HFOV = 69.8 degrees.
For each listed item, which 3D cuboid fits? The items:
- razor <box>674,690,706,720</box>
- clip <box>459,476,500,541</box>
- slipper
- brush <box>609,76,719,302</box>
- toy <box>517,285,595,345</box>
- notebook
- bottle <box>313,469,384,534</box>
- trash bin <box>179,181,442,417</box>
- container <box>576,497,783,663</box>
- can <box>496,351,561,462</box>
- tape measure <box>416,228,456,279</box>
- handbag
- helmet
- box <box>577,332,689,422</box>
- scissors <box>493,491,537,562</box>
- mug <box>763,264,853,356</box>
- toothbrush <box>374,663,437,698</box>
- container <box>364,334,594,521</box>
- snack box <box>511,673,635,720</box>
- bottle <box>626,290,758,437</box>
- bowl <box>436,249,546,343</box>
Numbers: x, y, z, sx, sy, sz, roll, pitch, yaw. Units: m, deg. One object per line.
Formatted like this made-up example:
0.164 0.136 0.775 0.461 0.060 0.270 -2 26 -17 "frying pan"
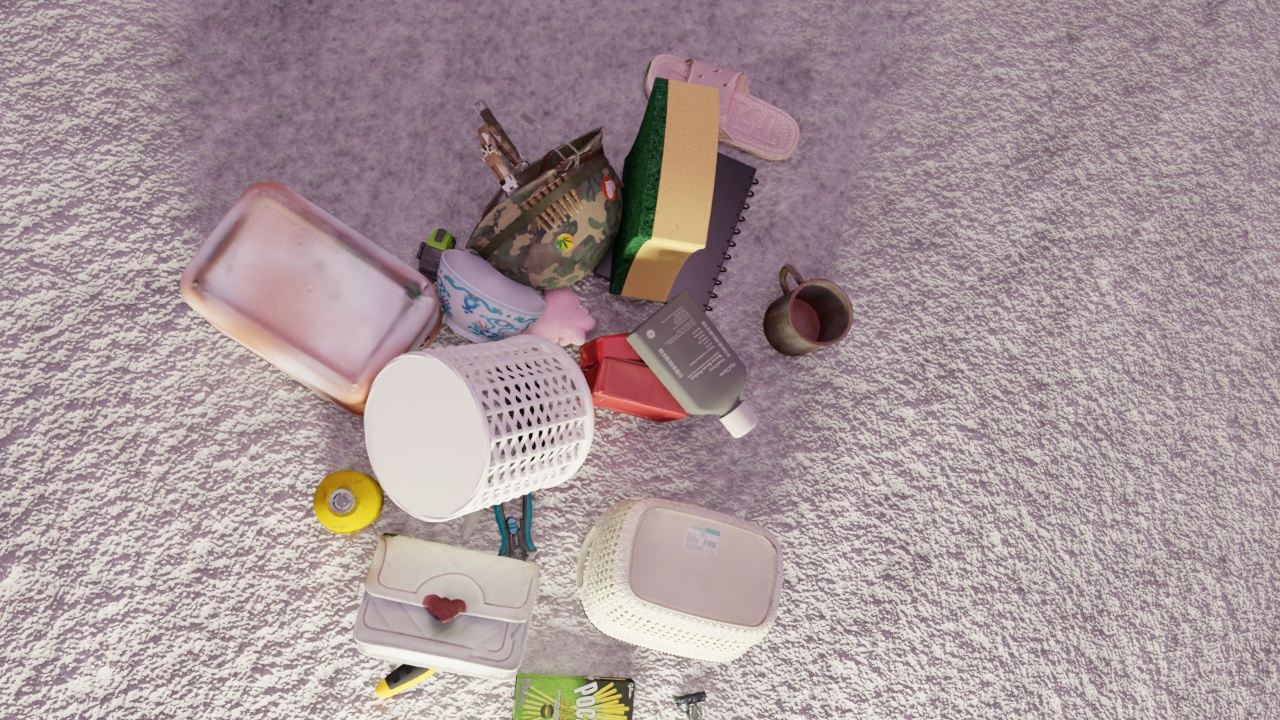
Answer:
0.074 0.498 1.168 0.042 0.022 0.144 -7 84 -12 "razor"
-0.215 0.170 1.150 0.054 0.040 0.101 30 76 -19 "clip"
0.118 -0.354 1.277 0.239 0.064 0.094 23 78 -9 "slipper"
0.025 -0.199 1.121 0.075 0.251 0.194 8 76 -9 "brush"
-0.102 -0.052 1.187 0.096 0.053 0.099 25 74 26 "toy"
0.054 -0.191 1.264 0.169 0.019 0.231 22 78 -7 "notebook"
-0.335 0.163 1.055 0.071 0.164 0.071 2 81 -12 "bottle"
-0.379 -0.068 1.084 0.259 0.157 0.181 34 77 -6 "trash bin"
0.057 0.264 1.135 0.251 0.143 0.184 17 65 -9 "container"
-0.143 0.060 1.167 0.054 0.054 0.137 -17 86 -14 "can"
-0.262 -0.137 1.168 0.036 0.059 0.065 20 79 -5 "tape measure"
-0.225 0.289 1.085 0.198 0.096 0.141 11 62 -4 "handbag"
-0.129 -0.212 1.137 0.236 0.192 0.224 35 104 -15 "helmet"
-0.008 0.024 1.150 0.135 0.157 0.117 -1 87 -11 "box"
-0.161 0.215 1.158 0.150 0.019 0.130 40 81 -9 "scissors"
0.216 -0.070 1.235 0.096 0.110 0.123 -23 87 -19 "mug"
-0.232 0.353 1.121 0.196 0.031 0.031 -28 132 -17 "toothbrush"
-0.181 0.072 1.048 0.186 0.190 0.189 -11 82 -57 "container"
-0.084 0.435 1.141 0.147 0.025 0.080 6 81 -11 "snack box"
0.071 0.013 1.064 0.083 0.046 0.174 -39 93 -14 "bottle"
-0.198 -0.069 1.144 0.144 0.143 0.074 30 105 -6 "bowl"
